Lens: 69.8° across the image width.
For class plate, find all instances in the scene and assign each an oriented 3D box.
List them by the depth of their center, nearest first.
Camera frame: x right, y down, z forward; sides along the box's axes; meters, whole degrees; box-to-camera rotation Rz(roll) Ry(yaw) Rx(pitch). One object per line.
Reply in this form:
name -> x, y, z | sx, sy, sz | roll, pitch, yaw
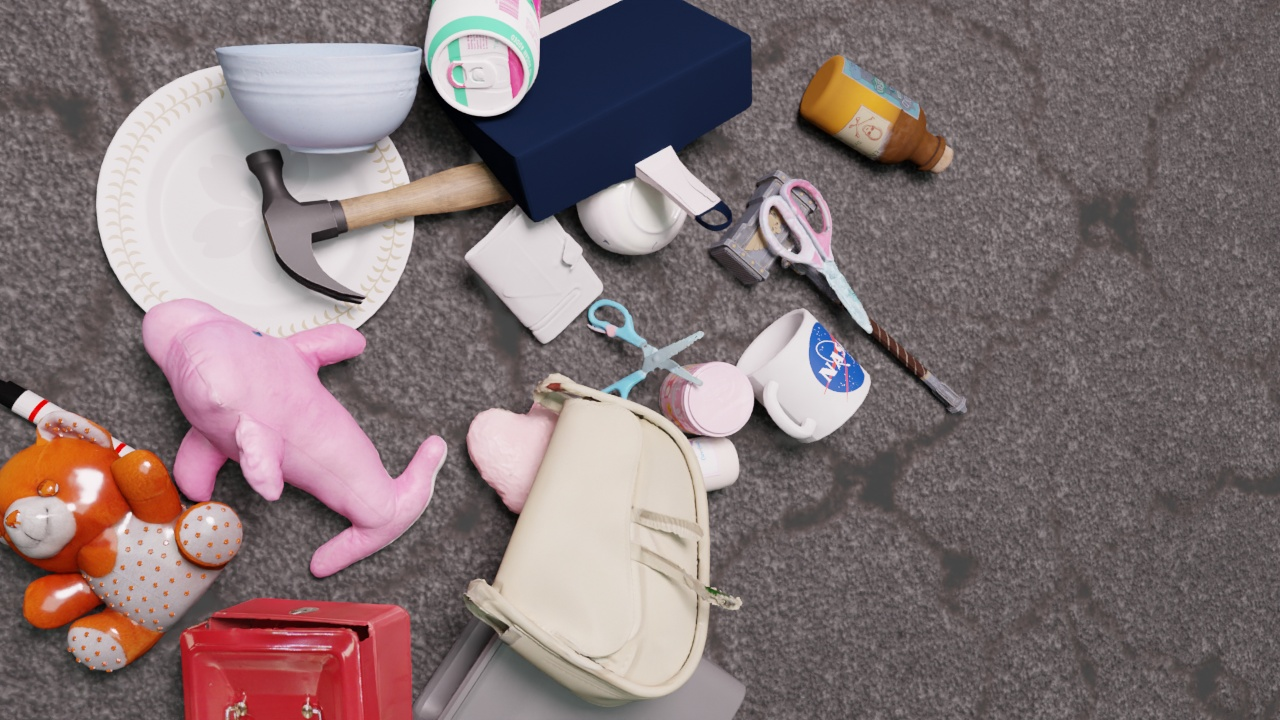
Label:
plate -> -0.313, -0.123, 0.761 | 0.242, 0.016, 0.242 | 1, 88, -17

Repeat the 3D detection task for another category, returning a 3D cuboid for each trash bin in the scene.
trash bin -> -0.053, 0.294, 0.790 | 0.220, 0.098, 0.191 | 37, 78, -14

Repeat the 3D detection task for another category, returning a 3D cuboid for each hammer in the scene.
hammer -> -0.160, -0.140, 0.786 | 0.304, 0.040, 0.132 | -18, 92, -23
hammer -> 0.218, -0.045, 0.915 | 0.322, 0.044, 0.098 | 39, 78, -15

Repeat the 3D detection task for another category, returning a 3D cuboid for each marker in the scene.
marker -> -0.447, 0.050, 0.713 | 0.145, 0.019, 0.019 | 34, 79, -14

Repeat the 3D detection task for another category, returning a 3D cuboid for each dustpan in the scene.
dustpan -> -0.016, -0.206, 0.784 | 0.236, 0.273, 0.080 | -32, 141, -18

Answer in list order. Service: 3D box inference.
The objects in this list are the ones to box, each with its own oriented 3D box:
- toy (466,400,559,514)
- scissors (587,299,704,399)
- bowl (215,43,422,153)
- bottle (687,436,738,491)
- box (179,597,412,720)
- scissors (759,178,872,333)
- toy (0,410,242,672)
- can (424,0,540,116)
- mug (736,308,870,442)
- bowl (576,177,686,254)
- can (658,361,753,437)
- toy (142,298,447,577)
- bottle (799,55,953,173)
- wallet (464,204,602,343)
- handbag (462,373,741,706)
toy -> -0.094, 0.078, 0.808 | 0.105, 0.053, 0.108 | -37, 99, -26
scissors -> -0.005, 0.007, 0.822 | 0.015, 0.136, 0.126 | 3, 114, -54
bowl -> -0.242, -0.203, 0.710 | 0.150, 0.150, 0.075 | -7, 113, -18
bottle -> 0.016, 0.103, 0.840 | 0.146, 0.051, 0.051 | -8, 91, -17
box -> -0.262, 0.255, 0.696 | 0.158, 0.086, 0.129 | -3, 88, 17
scissors -> 0.174, -0.090, 0.872 | 0.076, 0.017, 0.174 | -42, 109, -19
toy -> -0.403, 0.129, 0.685 | 0.172, 0.092, 0.164 | 42, 100, -8
can -> -0.126, -0.279, 0.749 | 0.088, 0.088, 0.165 | 11, 48, -17
mug -> 0.146, 0.023, 0.852 | 0.090, 0.091, 0.121 | 44, 42, -12
bowl -> -0.001, -0.145, 0.824 | 0.104, 0.054, 0.105 | -8, 105, -31
can -> 0.059, 0.035, 0.842 | 0.067, 0.076, 0.067 | 1, 88, -17
toy -> -0.275, 0.060, 0.709 | 0.186, 0.128, 0.265 | -44, 113, -4
bottle -> 0.240, -0.234, 0.910 | 0.157, 0.068, 0.067 | 26, 81, -15
wallet -> -0.087, -0.076, 0.801 | 0.086, 0.032, 0.116 | -49, 129, -7
handbag -> -0.021, 0.133, 0.708 | 0.184, 0.132, 0.228 | 26, 57, -15
